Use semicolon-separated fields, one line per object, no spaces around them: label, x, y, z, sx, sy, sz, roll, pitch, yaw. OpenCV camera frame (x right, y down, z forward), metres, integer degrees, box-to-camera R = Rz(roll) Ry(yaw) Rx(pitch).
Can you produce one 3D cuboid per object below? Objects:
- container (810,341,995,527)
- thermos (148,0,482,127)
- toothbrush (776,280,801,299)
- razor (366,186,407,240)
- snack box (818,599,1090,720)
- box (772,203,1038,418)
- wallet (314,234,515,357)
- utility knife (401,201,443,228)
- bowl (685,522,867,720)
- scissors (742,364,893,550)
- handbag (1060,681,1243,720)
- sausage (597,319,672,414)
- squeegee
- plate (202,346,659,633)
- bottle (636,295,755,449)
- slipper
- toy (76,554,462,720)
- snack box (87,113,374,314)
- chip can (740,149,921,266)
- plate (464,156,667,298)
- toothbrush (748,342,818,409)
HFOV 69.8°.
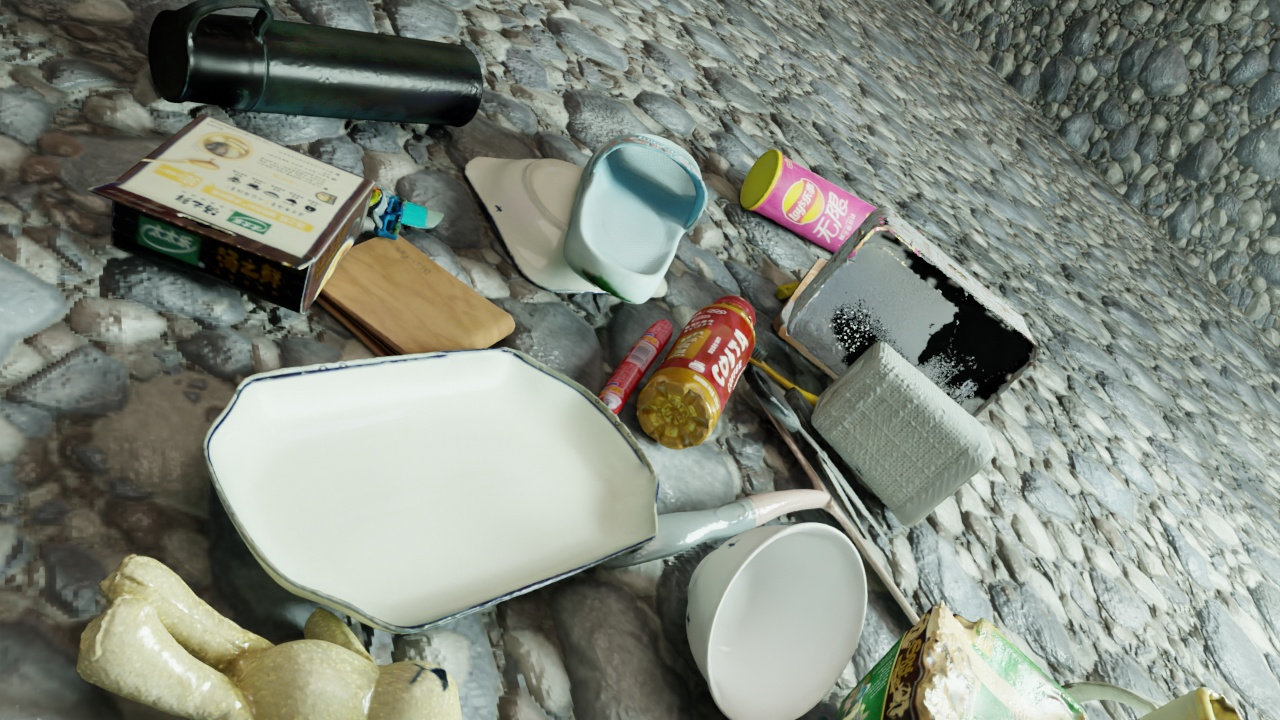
container;0.204;0.053;0.731;0.114;0.090;0.090;45;19;4
thermos;-0.225;-0.220;0.685;0.241;0.090;0.068;-13;75;-50
toothbrush;0.197;-0.081;0.975;0.189;0.017;0.015;-16;61;-49
razor;-0.225;-0.125;0.611;0.142;0.022;0.042;21;42;-20
snack box;0.166;0.219;0.503;0.117;0.106;0.118;42;35;3
box;0.239;-0.037;0.847;0.183;0.157;0.192;39;27;-2
wallet;-0.151;-0.037;0.597;0.115;0.020;0.101;38;32;5
utility knife;-0.213;-0.116;0.640;0.157;0.013;0.029;14;39;-28
bowl;0.066;0.140;0.527;0.118;0.118;0.065;10;5;-35
scissors;0.137;0.068;0.711;0.159;0.014;0.175;44;18;-7
handbag;0.267;0.246;0.512;0.063;0.164;0.178;38;33;-2
sausage;-0.004;0.004;0.682;0.020;0.020;0.155;37;33;-1
squeegee;0.074;0.105;0.616;0.249;0.040;0.247;-3;50;-43
plate;-0.098;0.064;0.494;0.162;0.034;0.265;48;31;22
bottle;0.050;0.001;0.701;0.057;0.058;0.174;37;33;-1
slipper;0.002;-0.132;0.739;0.104;0.074;0.244;31;35;-9
toy;-0.140;0.127;0.365;0.157;0.066;0.105;33;16;-21
snack box;-0.232;-0.086;0.536;0.113;0.053;0.125;21;37;-8
chip can;0.218;-0.160;1.039;0.210;0.072;0.071;24;36;-21
plate;-0.054;-0.121;0.774;0.164;0.034;0.163;0;49;-44
toothbrush;0.159;0.039;0.791;0.191;0.018;0.016;36;35;-2
